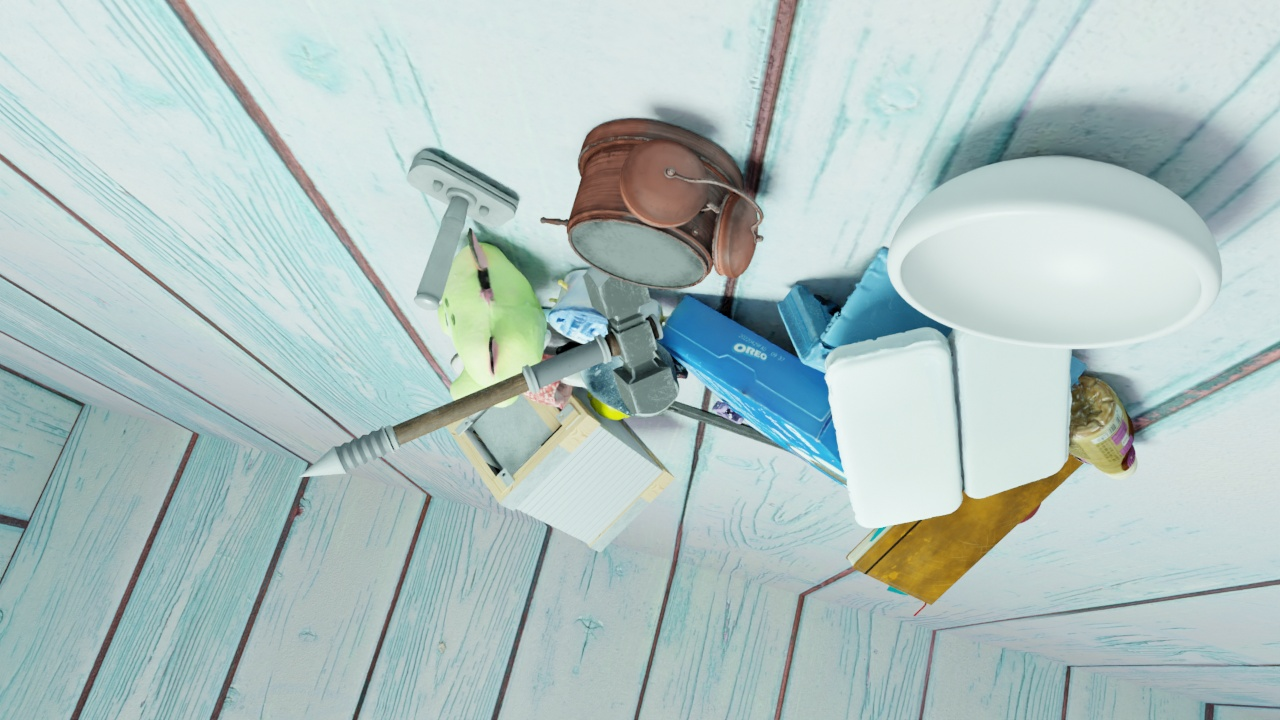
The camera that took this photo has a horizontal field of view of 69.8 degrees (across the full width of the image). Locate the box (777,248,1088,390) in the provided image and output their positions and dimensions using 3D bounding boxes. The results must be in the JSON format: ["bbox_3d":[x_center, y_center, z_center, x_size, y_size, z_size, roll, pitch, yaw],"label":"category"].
[{"bbox_3d":[0.242,-0.018,0.753,0.231,0.094,0.112,24,118,-21],"label":"box"}]

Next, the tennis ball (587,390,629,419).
[{"bbox_3d":[-0.030,0.038,1.091,0.065,0.065,0.065,14,162,4],"label":"tennis ball"}]

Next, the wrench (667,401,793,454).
[{"bbox_3d":[0.159,0.101,1.207,0.273,0.018,0.073,19,162,-7],"label":"wrench"}]

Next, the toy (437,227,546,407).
[{"bbox_3d":[-0.142,-0.032,0.891,0.107,0.150,0.197,-8,172,-25],"label":"toy"}]

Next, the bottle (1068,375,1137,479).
[{"bbox_3d":[0.414,0.069,0.826,0.060,0.059,0.166,0,157,40],"label":"bottle"}]

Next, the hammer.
[{"bbox_3d":[-0.129,0.031,0.779,0.043,0.321,0.156,41,151,61],"label":"hammer"}]

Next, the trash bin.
[{"bbox_3d":[-0.096,0.118,1.170,0.142,0.142,0.247,46,-178,35],"label":"trash bin"}]

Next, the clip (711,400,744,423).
[{"bbox_3d":[0.084,0.048,0.930,0.043,0.014,0.051,39,175,-41],"label":"clip"}]

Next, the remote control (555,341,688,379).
[{"bbox_3d":[-0.020,-0.002,1.043,0.150,0.022,0.047,6,159,22],"label":"remote control"}]

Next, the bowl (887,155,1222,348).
[{"bbox_3d":[0.240,-0.071,0.541,0.176,0.066,0.177,14,162,4],"label":"bowl"}]

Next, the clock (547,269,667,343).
[{"bbox_3d":[-0.025,-0.042,0.875,0.125,0.051,0.089,19,161,-11],"label":"clock"}]

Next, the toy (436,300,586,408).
[{"bbox_3d":[-0.140,-0.003,1.027,0.194,0.084,0.159,16,146,17],"label":"toy"}]

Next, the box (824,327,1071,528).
[{"bbox_3d":[0.246,0.048,0.720,0.191,0.045,0.210,-15,131,4],"label":"box"}]

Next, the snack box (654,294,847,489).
[{"bbox_3d":[0.143,0.047,0.873,0.195,0.056,0.239,33,175,37],"label":"snack box"}]

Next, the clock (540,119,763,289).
[{"bbox_3d":[0.016,-0.103,0.624,0.120,0.072,0.158,29,158,-37],"label":"clock"}]

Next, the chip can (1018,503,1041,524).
[{"bbox_3d":[0.356,0.149,1.074,0.087,0.087,0.214,22,162,-19],"label":"chip can"}]

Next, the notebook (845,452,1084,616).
[{"bbox_3d":[0.319,0.146,0.908,0.178,0.250,0.014,30,-162,-38],"label":"notebook"}]

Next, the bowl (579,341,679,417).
[{"bbox_3d":[-0.006,0.006,0.972,0.110,0.055,0.111,15,137,14],"label":"bowl"}]

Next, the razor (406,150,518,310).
[{"bbox_3d":[-0.152,-0.093,0.721,0.088,0.116,0.047,26,155,-30],"label":"razor"}]

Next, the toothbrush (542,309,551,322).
[{"bbox_3d":[-0.056,-0.042,0.959,0.155,0.022,0.016,7,119,24],"label":"toothbrush"}]
